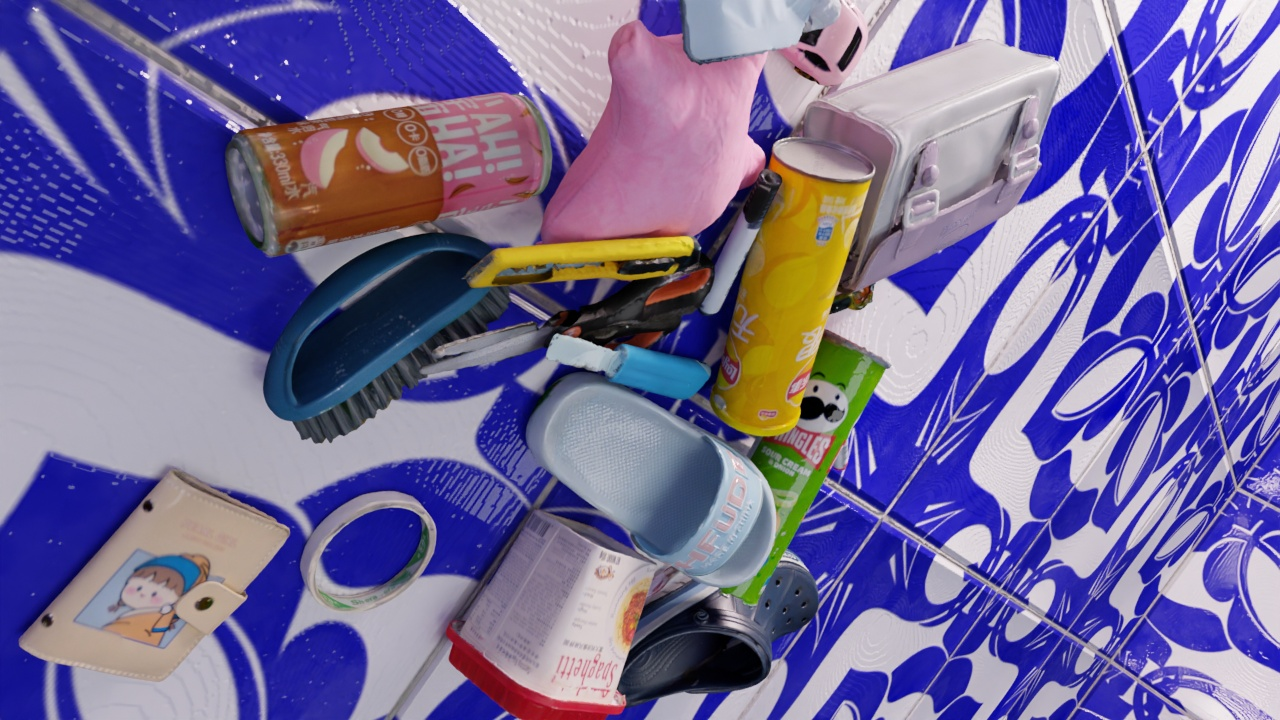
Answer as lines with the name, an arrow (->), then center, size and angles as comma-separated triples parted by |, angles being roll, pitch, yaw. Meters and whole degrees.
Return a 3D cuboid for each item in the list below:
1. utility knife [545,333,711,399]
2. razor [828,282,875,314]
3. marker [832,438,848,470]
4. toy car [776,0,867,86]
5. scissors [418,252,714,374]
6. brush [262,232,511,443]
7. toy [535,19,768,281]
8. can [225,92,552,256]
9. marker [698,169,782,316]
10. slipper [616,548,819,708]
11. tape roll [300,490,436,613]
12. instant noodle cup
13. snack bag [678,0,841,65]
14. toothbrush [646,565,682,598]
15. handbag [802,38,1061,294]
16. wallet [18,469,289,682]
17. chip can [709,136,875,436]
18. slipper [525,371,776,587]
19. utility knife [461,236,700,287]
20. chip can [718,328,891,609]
utility knife -> -0.004, 0.004, 0.606 | 0.034, 0.018, 0.225 | -52, 157, 10
razor -> 0.151, -0.046, 0.757 | 0.142, 0.022, 0.043 | -20, 127, -32
marker -> 0.187, 0.049, 0.859 | 0.017, 0.017, 0.145 | -31, 134, -24
toy car -> 0.108, -0.220, 0.588 | 0.122, 0.037, 0.056 | 21, 100, -47
scissors -> -0.043, -0.009, 0.558 | 0.234, 0.021, 0.153 | -28, 161, -28
brush -> -0.137, -0.021, 0.485 | 0.143, 0.055, 0.073 | -38, 138, -16
toy -> 0.010, -0.120, 0.521 | 0.178, 0.074, 0.195 | -41, 156, -14
can -> -0.119, -0.094, 0.449 | 0.147, 0.058, 0.058 | -20, 129, -32
marker -> 0.064, -0.076, 0.626 | 0.022, 0.018, 0.131 | -44, 165, -40
slipper -> 0.077, 0.250, 0.840 | 0.252, 0.095, 0.105 | -14, 128, -32
tape roll -> -0.171, 0.122, 0.583 | 0.085, 0.014, 0.086 | -23, 130, -30
instant noodle cup -> -0.058, 0.183, 0.664 | 0.116, 0.117, 0.124 | 29, 84, -48
snack bag -> 0.048, -0.249, 0.453 | 0.110, 0.039, 0.191 | -24, 105, -42
toothbrush -> 0.018, 0.196, 0.806 | 0.187, 0.016, 0.017 | -32, 151, -23
handbag -> 0.219, -0.147, 0.700 | 0.196, 0.098, 0.145 | -26, 137, -27
wallet -> -0.257, 0.121, 0.499 | 0.115, 0.024, 0.087 | -50, 134, -5
chip can -> 0.105, -0.048, 0.660 | 0.071, 0.072, 0.214 | -17, 133, -34
slipper -> 0.023, 0.093, 0.665 | 0.245, 0.074, 0.104 | 38, 89, -33
utility knife -> -0.026, -0.053, 0.510 | 0.156, 0.015, 0.033 | -9, 154, -36
chip can -> 0.122, 0.089, 0.774 | 0.072, 0.072, 0.236 | 23, 97, -48
